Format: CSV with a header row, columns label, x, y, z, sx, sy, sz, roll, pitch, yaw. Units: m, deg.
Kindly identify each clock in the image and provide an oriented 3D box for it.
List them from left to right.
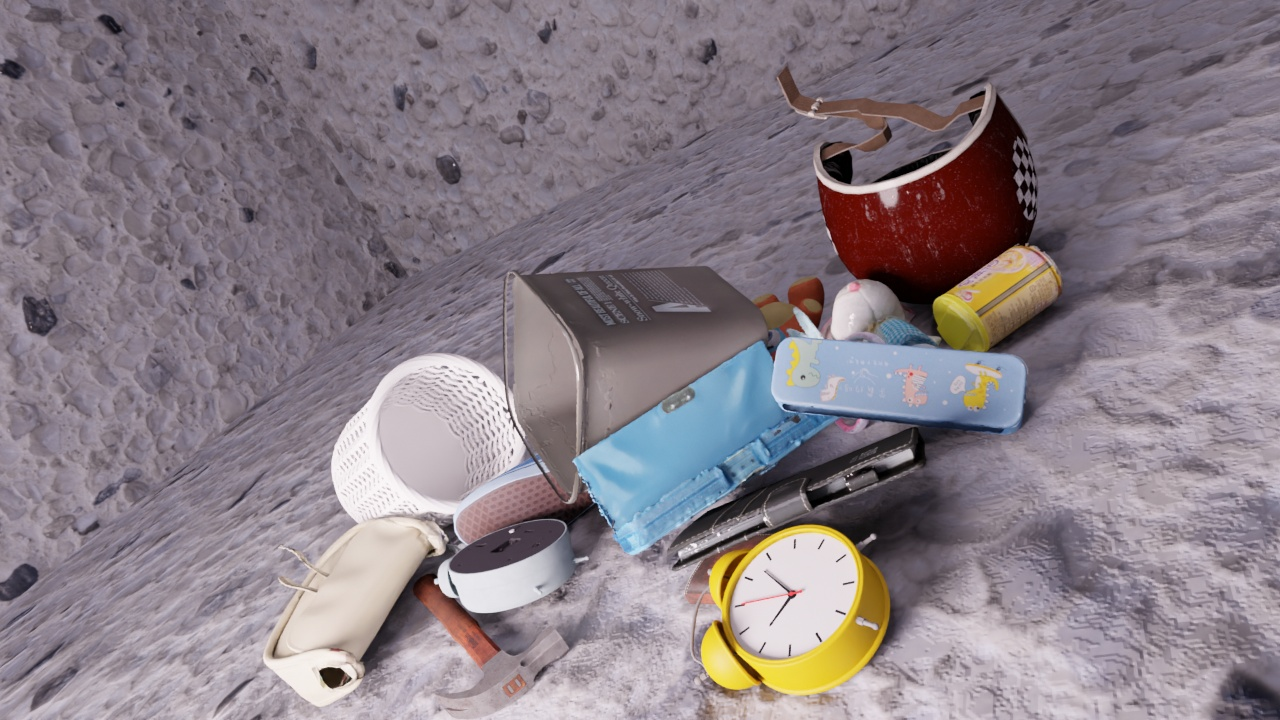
label,x,y,z,sx,sy,sz,roll,pitch,yaw
clock,-0.135,0.204,0.919,0.160,0.045,0.122,-10,11,39
clock,0.100,0.174,0.645,0.152,0.052,0.113,-21,37,30

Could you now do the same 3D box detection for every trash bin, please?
label,x,y,z,sx,sy,sz,roll,pitch,yaw
trash bin,-0.006,0.006,0.952,0.219,0.198,0.197,-12,35,-25

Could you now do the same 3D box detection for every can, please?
label,x,y,z,sx,sy,sz,roll,pitch,yaw
can,0.338,-0.057,0.874,0.105,0.067,0.068,-34,19,-9

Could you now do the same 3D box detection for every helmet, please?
label,x,y,z,sx,sy,sz,roll,pitch,yaw
helmet,0.292,-0.187,0.979,0.234,0.253,0.233,-14,39,30

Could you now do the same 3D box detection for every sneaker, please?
label,x,y,z,sx,sy,sz,roll,pitch,yaw
sneaker,-0.100,0.133,1.042,0.241,0.083,0.098,-27,20,-12

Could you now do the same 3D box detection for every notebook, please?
label,x,y,z,sx,sy,sz,roll,pitch,yaw
notebook,0.130,0.108,0.747,0.209,0.029,0.169,-28,-7,16

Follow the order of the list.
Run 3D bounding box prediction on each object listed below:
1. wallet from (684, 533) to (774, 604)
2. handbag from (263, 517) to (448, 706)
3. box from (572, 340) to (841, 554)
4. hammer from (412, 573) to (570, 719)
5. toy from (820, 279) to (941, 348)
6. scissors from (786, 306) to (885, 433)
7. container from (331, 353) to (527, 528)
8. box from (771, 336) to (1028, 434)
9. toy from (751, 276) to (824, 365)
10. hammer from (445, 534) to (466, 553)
label,x,y,z,sx,sy,sz,roll,pitch,yaw
wallet,0.099,0.168,0.739,0.123,0.019,0.072,-13,26,43
handbag,-0.319,0.247,0.983,0.185,0.132,0.228,-28,23,35
box,0.060,0.070,0.844,0.231,0.110,0.094,-31,-7,-18
hammer,-0.175,0.264,0.904,0.111,0.028,0.301,-37,19,-20
toy,0.230,-0.025,0.906,0.131,0.106,0.205,-33,17,4
scissors,0.192,-0.018,0.899,0.179,0.016,0.108,-112,36,-47
container,-0.260,0.110,1.116,0.188,0.189,0.187,-45,7,-37
box,0.215,0.015,0.777,0.210,0.064,0.069,5,43,26
toy,0.155,-0.020,1.033,0.112,0.096,0.175,-23,40,36
hammer,-0.118,0.125,1.145,0.316,0.028,0.147,-45,15,-27
